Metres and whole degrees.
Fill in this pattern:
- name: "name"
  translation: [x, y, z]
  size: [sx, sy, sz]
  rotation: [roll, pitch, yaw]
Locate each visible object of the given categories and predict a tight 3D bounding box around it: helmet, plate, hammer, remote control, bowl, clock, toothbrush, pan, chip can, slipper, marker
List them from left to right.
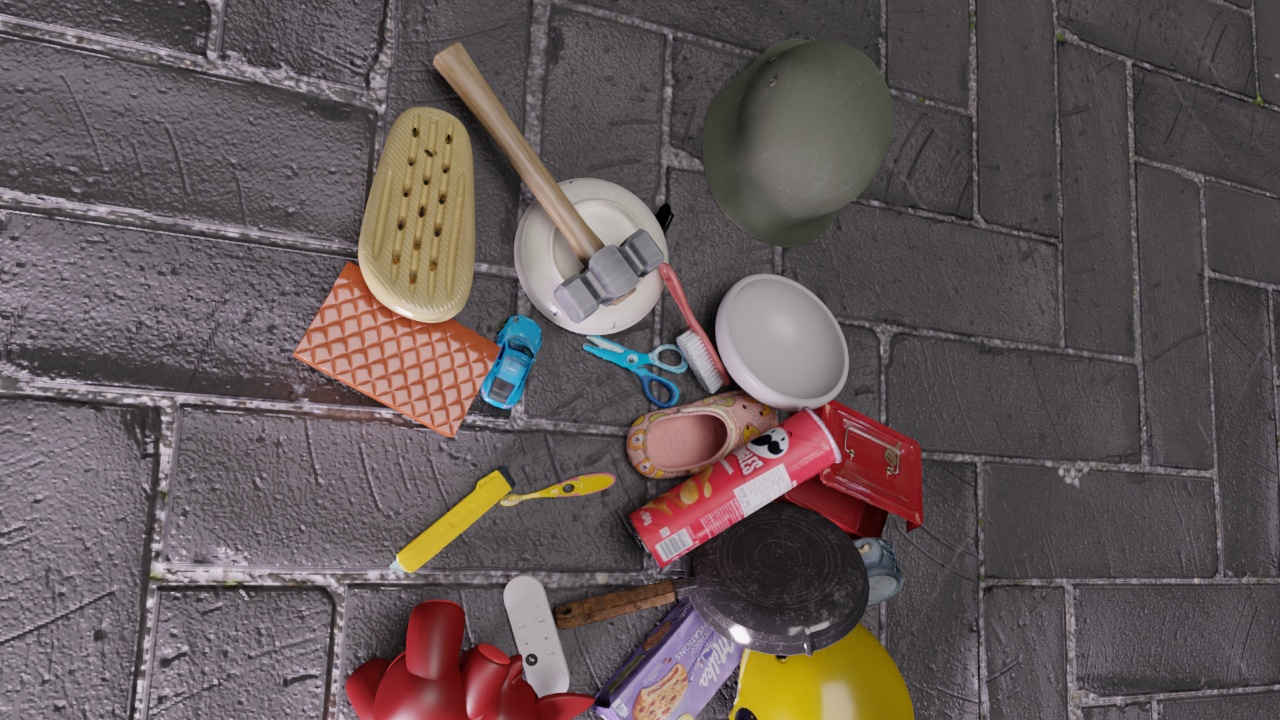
- name: "slipper"
  translation: [-0.229, -0.145, 0.943]
  size: [0.111, 0.079, 0.261]
  rotation: [10, 60, -21]
- name: "hammer"
  translation: [-0.111, -0.197, 0.979]
  size: [0.117, 0.051, 0.323]
  rotation: [-37, 93, -18]
- name: "remote control"
  translation: [-0.109, 0.292, 0.966]
  size: [0.043, 0.013, 0.136]
  rotation: [-16, 91, 1]
- name: "toothbrush"
  translation: [-0.087, 0.141, 1.002]
  size: [0.135, 0.016, 0.021]
  rotation: [-9, 83, -25]
- name: "plate"
  translation: [-0.049, -0.121, 1.031]
  size: [0.182, 0.034, 0.182]
  rotation: [2, 83, -18]
- name: "marker"
  translation: [0.007, -0.126, 1.077]
  size: [0.022, 0.016, 0.138]
  rotation: [25, 74, -2]
- name: "pan"
  translation: [0.076, 0.241, 0.999]
  size: [0.356, 0.207, 0.040]
  rotation: [-9, 129, -10]
- name: "slipper"
  translation: [0.083, 0.088, 1.052]
  size: [0.197, 0.082, 0.093]
  rotation: [-11, 89, -23]
- name: "chip can"
  translation: [0.101, 0.139, 1.002]
  size: [0.233, 0.073, 0.073]
  rotation: [-30, 97, -5]
- name: "bowl"
  translation: [0.159, -0.013, 1.095]
  size: [0.176, 0.066, 0.176]
  rotation: [13, 58, -22]
- name: "helmet"
  translation: [0.216, -0.287, 1.118]
  size: [0.227, 0.154, 0.267]
  rotation: [24, 74, -20]
- name: "helmet"
  translation: [0.216, 0.394, 1.016]
  size: [0.208, 0.140, 0.240]
  rotation: [-19, 108, -25]
- name: "clock"
  translation: [0.261, 0.250, 1.098]
  size: [0.129, 0.090, 0.052]
  rotation: [37, 28, -38]

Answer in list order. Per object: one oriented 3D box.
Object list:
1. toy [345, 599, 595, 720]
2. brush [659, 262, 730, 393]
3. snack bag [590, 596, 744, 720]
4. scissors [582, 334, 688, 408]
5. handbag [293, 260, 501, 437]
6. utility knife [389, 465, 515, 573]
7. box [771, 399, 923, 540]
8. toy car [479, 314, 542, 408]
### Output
- name: "toy"
  translation: [-0.167, 0.329, 0.885]
  size: [0.197, 0.120, 0.158]
  rotation: [35, 107, -27]
- name: "brush"
  translation: [0.055, -0.034, 1.058]
  size: [0.030, 0.041, 0.172]
  rotation: [-35, 115, -14]
- name: "snack bag"
  translation: [0.039, 0.337, 1.014]
  size: [0.204, 0.058, 0.096]
  rotation: [-42, 105, -27]
- name: "scissors"
  translation: [-0.009, 0.008, 1.057]
  size: [0.140, 0.015, 0.083]
  rotation: [17, 76, -24]
- name: "handbag"
  translation: [-0.242, -0.010, 0.924]
  size: [0.172, 0.060, 0.108]
  rotation: [30, 77, -16]
- name: "utility knife"
  translation: [-0.193, 0.166, 0.950]
  size: [0.155, 0.017, 0.030]
  rotation: [-40, 96, -24]
- name: "box"
  translation: [0.248, 0.137, 1.122]
  size: [0.157, 0.123, 0.136]
  rotation: [27, 55, -16]
- name: "toy car"
  translation: [-0.138, 0.000, 0.988]
  size: [0.048, 0.032, 0.105]
  rotation: [26, 72, -19]
